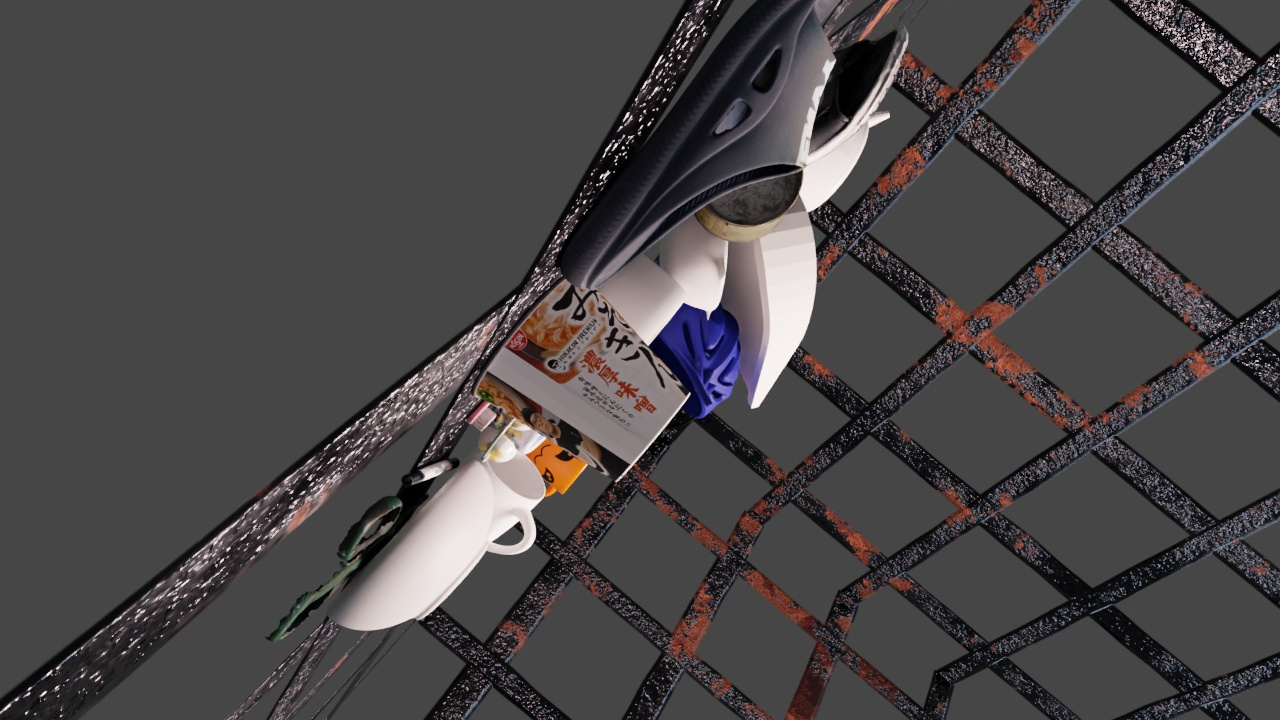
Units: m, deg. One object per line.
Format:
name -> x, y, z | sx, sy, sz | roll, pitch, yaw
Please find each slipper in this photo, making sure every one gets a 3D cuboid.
slipper -> 0.154, -0.243, 0.903 | 0.264, 0.063, 0.111 | -28, -142, 62
slipper -> 0.059, -0.135, 0.578 | 0.268, 0.083, 0.110 | -49, 176, 9

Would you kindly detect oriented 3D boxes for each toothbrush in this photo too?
toothbrush -> -0.096, 0.010, 0.765 | 0.134, 0.016, 0.022 | -48, 179, -34

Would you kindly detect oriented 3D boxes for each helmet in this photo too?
helmet -> -0.006, 0.006, 0.968 | 0.227, 0.148, 0.241 | -34, -154, -10

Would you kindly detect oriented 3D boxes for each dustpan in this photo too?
dustpan -> 0.098, -0.086, 0.943 | 0.053, 0.191, 0.258 | -13, 155, -18

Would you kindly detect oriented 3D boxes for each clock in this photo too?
clock -> 0.191, -0.220, 0.994 | 0.161, 0.073, 0.125 | -53, -163, 25
clock -> -0.103, 0.047, 0.827 | 0.089, 0.052, 0.125 | -50, 175, 38

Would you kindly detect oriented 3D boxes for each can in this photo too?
can -> 0.088, -0.151, 0.779 | 0.090, 0.090, 0.074 | -50, 178, -2

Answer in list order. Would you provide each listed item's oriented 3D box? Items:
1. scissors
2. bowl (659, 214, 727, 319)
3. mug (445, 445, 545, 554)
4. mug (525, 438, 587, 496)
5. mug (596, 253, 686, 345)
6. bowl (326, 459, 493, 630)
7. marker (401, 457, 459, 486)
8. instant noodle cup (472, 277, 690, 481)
scissors -> -0.197, 0.124, 0.704 | 0.137, 0.015, 0.209 | -53, 179, 23
bowl -> 0.047, -0.106, 0.872 | 0.115, 0.050, 0.114 | 180, -89, -83
mug -> -0.145, 0.146, 0.898 | 0.088, 0.114, 0.081 | -44, 148, 16
mug -> -0.106, 0.096, 0.995 | 0.113, 0.096, 0.077 | -51, 178, 26
mug -> -0.008, -0.050, 0.843 | 0.094, 0.068, 0.115 | -51, 178, 22
bowl -> -0.184, 0.170, 0.792 | 0.176, 0.066, 0.176 | -46, -177, 3
marker -> -0.166, 0.088, 0.737 | 0.011, 0.011, 0.152 | -50, 178, 0
instant noodle cup -> -0.037, 0.018, 0.679 | 0.123, 0.122, 0.123 | -50, 178, -3
